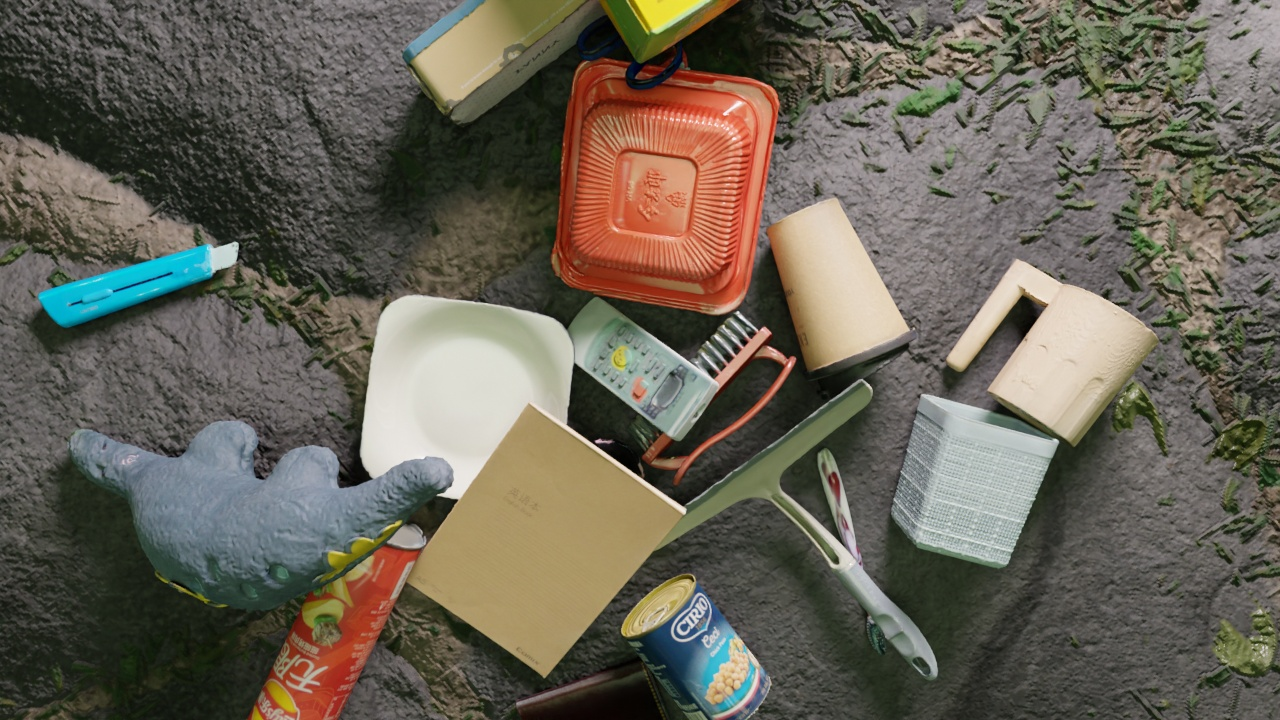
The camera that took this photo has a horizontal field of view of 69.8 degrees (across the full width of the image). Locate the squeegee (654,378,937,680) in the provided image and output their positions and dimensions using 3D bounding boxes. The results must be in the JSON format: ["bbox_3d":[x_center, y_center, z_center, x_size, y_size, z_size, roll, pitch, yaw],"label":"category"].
[{"bbox_3d":[0.163,0.167,0.756,0.247,0.039,0.246,-40,97,25],"label":"squeegee"}]

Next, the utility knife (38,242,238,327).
[{"bbox_3d":[-0.405,-0.065,0.749,0.166,0.018,0.034,-18,96,0],"label":"utility knife"}]

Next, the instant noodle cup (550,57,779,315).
[{"bbox_3d":[0.013,-0.129,0.705,0.164,0.079,0.189,8,108,5],"label":"instant noodle cup"}]

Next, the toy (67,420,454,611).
[{"bbox_3d":[-0.307,0.118,0.707,0.357,0.091,0.138,5,87,19],"label":"toy"}]

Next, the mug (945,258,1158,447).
[{"bbox_3d":[0.326,-0.006,0.737,0.124,0.084,0.103,37,97,20],"label":"mug"}]

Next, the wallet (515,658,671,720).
[{"bbox_3d":[-0.035,0.319,0.796,0.122,0.020,0.096,-20,96,4],"label":"wallet"}]

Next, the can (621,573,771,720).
[{"bbox_3d":[0.047,0.244,0.759,0.075,0.075,0.111,-36,96,3],"label":"can"}]

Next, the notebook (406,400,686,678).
[{"bbox_3d":[-0.083,0.151,0.746,0.149,0.012,0.212,36,113,-4],"label":"notebook"}]

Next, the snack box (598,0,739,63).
[{"bbox_3d":[0.045,-0.330,0.627,0.210,0.070,0.157,-34,97,-7],"label":"snack box"}]

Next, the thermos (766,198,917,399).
[{"bbox_3d":[0.153,-0.050,0.724,0.093,0.093,0.143,-23,89,2],"label":"thermos"}]

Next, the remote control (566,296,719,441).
[{"bbox_3d":[-0.004,0.004,0.726,0.135,0.019,0.056,37,94,27],"label":"remote control"}]

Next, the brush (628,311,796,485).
[{"bbox_3d":[0.056,0.032,0.741,0.069,0.063,0.146,44,96,8],"label":"brush"}]

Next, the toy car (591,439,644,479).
[{"bbox_3d":[-0.046,0.118,0.762,0.056,0.037,0.122,38,98,-7],"label":"toy car"}]

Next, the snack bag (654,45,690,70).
[{"bbox_3d":[0.044,-0.202,0.732,0.045,0.026,0.105,-40,96,2],"label":"snack bag"}]

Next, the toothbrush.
[{"bbox_3d":[0.180,0.164,0.780,0.016,0.017,0.187,-16,97,5],"label":"toothbrush"}]

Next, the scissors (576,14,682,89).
[{"bbox_3d":[0.033,-0.262,0.696,0.169,0.012,0.146,-16,58,2],"label":"scissors"}]

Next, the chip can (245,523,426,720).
[{"bbox_3d":[-0.253,0.229,0.756,0.073,0.073,0.216,27,96,-3],"label":"chip can"}]

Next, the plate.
[{"bbox_3d":[-0.140,0.033,0.754,0.164,0.034,0.163,10,96,-1],"label":"plate"}]

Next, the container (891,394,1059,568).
[{"bbox_3d":[0.262,0.097,0.738,0.090,0.090,0.111,15,98,-2],"label":"container"}]

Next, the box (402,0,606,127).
[{"bbox_3d":[-0.089,-0.256,0.695,0.184,0.090,0.059,-40,95,1],"label":"box"}]
